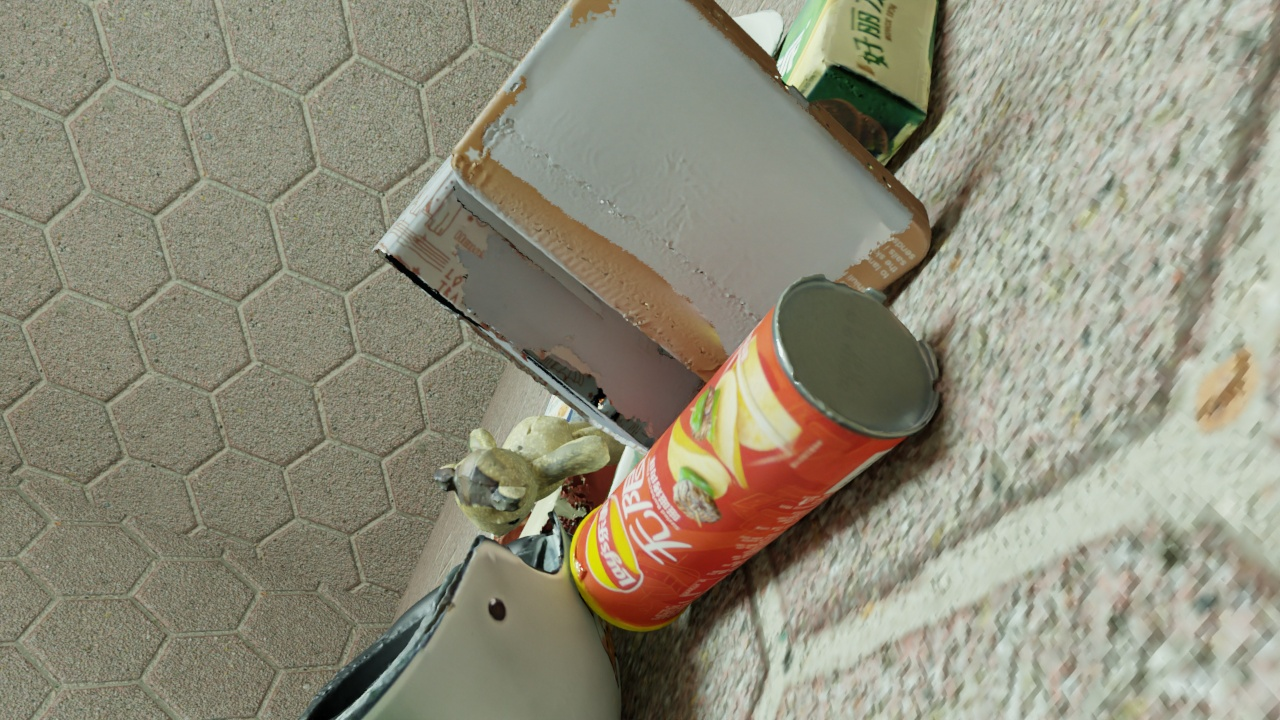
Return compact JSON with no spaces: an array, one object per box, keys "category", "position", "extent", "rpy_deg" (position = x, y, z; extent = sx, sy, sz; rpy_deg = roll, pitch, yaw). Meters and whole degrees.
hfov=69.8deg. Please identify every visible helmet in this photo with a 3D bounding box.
[{"category":"helmet","position":[-0.099,0.204,0.495],"extent":[0.230,0.157,0.274],"rpy_deg":[-35,-6,-6]}]

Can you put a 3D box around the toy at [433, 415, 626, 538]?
[{"category":"toy","position":[-0.062,0.067,0.598],"extent":[0.157,0.105,0.066],"rpy_deg":[-17,-67,-58]}]

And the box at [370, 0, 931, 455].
[{"category":"box","position":[-0.019,-0.050,0.449],"extent":[0.274,0.179,0.125],"rpy_deg":[-24,31,55]}]

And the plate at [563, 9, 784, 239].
[{"category":"plate","position":[0.002,-0.150,0.569],"extent":[0.164,0.034,0.164],"rpy_deg":[7,69,52]}]

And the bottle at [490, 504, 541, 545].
[{"category":"bottle","position":[-0.133,0.178,0.996],"extent":[0.206,0.059,0.059],"rpy_deg":[-168,100,-79]}]

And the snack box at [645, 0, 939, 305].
[{"category":"snack box","position":[0.079,-0.108,0.545],"extent":[0.241,0.063,0.114],"rpy_deg":[-54,14,53]}]

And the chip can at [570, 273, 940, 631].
[{"category":"chip can","position":[0.036,0.053,0.404],"extent":[0.217,0.073,0.073],"rpy_deg":[127,162,-50]}]

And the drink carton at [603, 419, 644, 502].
[{"category":"drink carton","position":[0.011,0.061,0.573],"extent":[0.054,0.045,0.122],"rpy_deg":[115,177,-71]}]

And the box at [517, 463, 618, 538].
[{"category":"box","position":[-0.069,0.150,0.691],"extent":[0.091,0.079,0.169],"rpy_deg":[-86,21,-62]}]

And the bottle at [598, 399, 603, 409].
[{"category":"bottle","position":[-0.004,0.004,0.742],"extent":[0.066,0.066,0.150],"rpy_deg":[-87,16,-61]}]

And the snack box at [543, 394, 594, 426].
[{"category":"snack box","position":[-0.064,0.047,0.971],"extent":[0.178,0.046,0.182],"rpy_deg":[136,154,-63]}]
